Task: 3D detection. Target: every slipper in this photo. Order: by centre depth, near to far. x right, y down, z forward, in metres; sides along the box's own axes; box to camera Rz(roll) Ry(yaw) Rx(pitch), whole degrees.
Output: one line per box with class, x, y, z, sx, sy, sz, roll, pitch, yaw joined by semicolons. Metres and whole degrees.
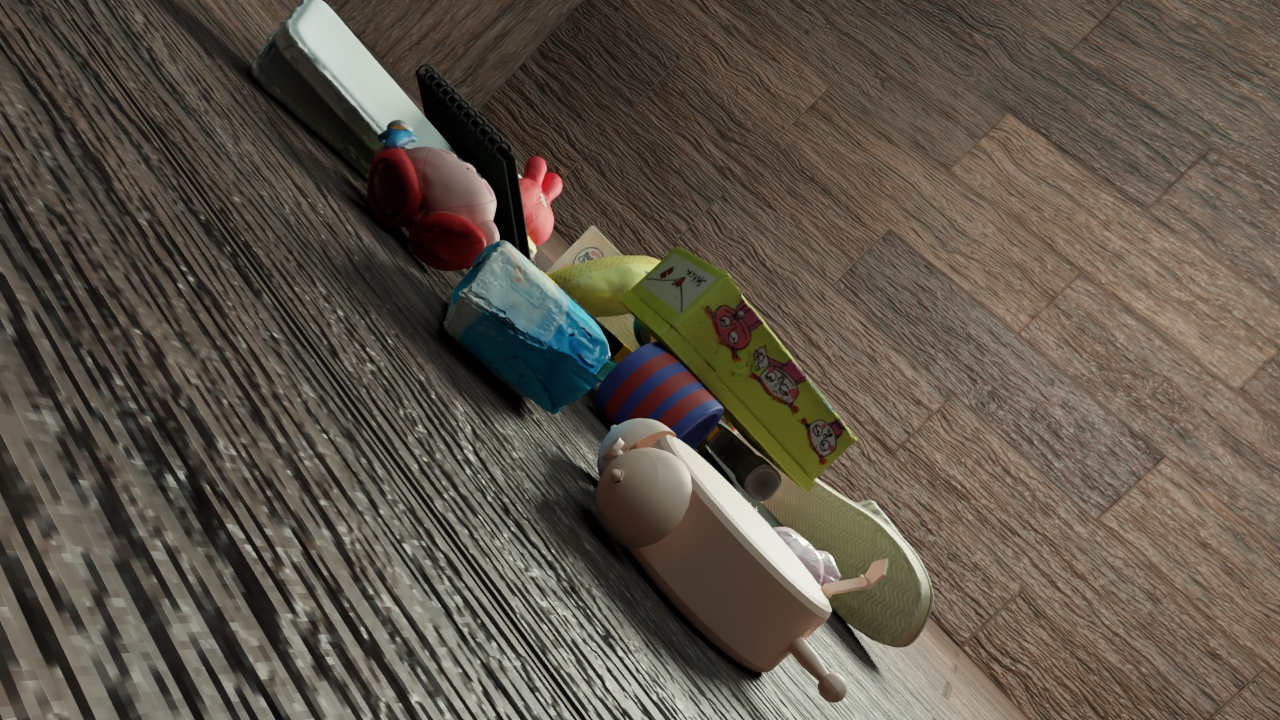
slipper;0.217;0.201;0.983;0.054;0.114;0.272;15;17;-30

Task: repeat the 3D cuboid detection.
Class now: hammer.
hammer;-0.005;0.005;0.851;0.324;0.034;0.170;41;2;-24

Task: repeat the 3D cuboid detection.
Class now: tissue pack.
tissue pack;-0.072;-0.023;0.563;0.093;0.062;0.144;42;2;-13

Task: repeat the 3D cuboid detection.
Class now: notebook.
notebook;-0.160;-0.170;0.882;0.231;0.019;0.169;49;-28;44
notebook;0.111;0.154;0.894;0.169;0.029;0.209;47;1;2

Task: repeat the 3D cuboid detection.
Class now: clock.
clock;0.047;0.094;0.500;0.160;0.086;0.131;38;4;-6

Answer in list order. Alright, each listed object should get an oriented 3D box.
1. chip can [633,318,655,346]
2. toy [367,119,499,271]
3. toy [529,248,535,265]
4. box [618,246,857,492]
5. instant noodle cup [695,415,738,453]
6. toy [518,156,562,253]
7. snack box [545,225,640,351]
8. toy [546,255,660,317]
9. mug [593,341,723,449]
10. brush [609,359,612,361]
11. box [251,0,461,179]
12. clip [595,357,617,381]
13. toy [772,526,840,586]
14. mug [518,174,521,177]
chip can;0.037;-0.030;1.011;0.080;0.080;0.229;45;0;-7
toy;-0.159;-0.119;0.684;0.124;0.097;0.131;38;23;-9
toy;-0.145;-0.120;0.987;0.101;0.041;0.055;56;-14;27
box;0.089;0.010;0.826;0.221;0.079;0.124;49;-2;-29
instant noodle cup;0.070;0.052;1.104;0.112;0.100;0.100;38;2;13
toy;-0.137;-0.177;1.079;0.045;0.135;0.091;7;-23;41
snack box;-0.033;-0.074;1.206;0.208;0.104;0.057;48;5;32
toy;-0.034;-0.084;1.014;0.155;0.170;0.064;11;-69;51
mug;0.013;0.046;0.753;0.076;0.074;0.112;46;-23;18
brush;-0.028;0.009;1.031;0.126;0.017;0.048;45;4;-8
box;-0.212;-0.197;0.756;0.213;0.063;0.118;44;34;-29
clip;-0.038;0.001;0.955;0.120;0.033;0.118;41;9;-50
toy;0.107;0.155;0.721;0.110;0.047;0.063;33;2;-29
mug;-0.171;-0.193;1.160;0.082;0.082;0.105;43;6;-30
